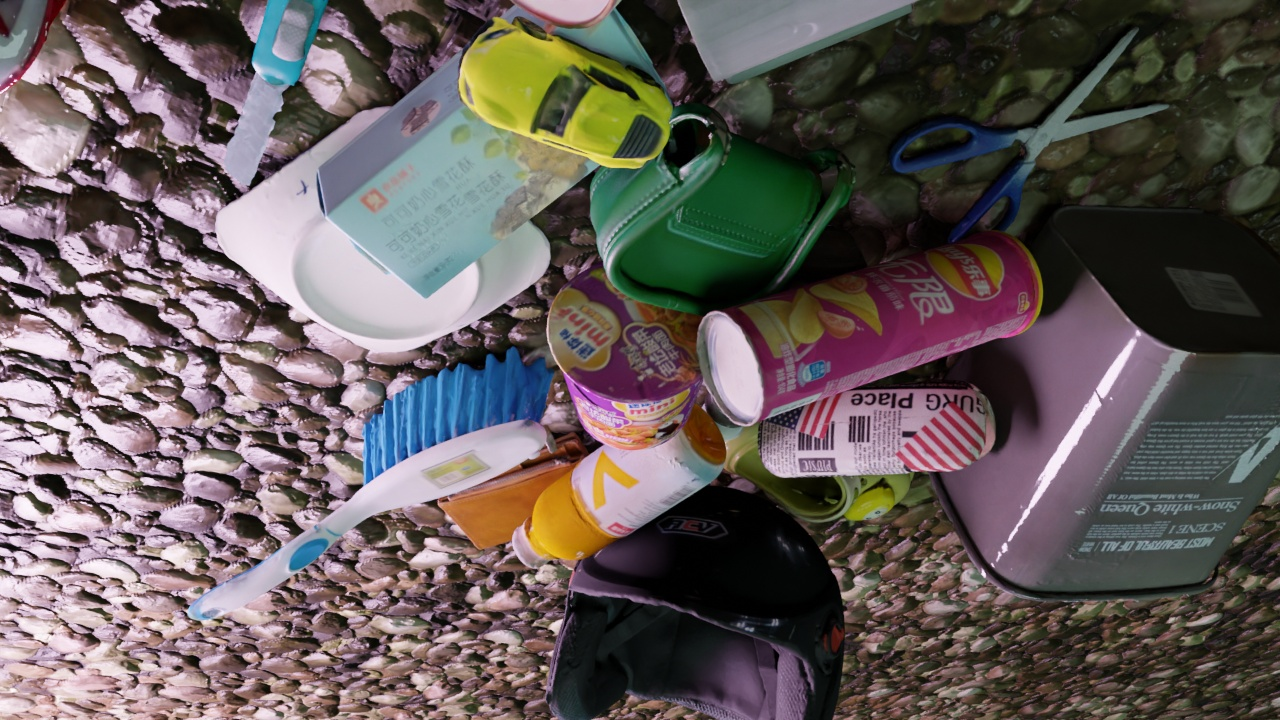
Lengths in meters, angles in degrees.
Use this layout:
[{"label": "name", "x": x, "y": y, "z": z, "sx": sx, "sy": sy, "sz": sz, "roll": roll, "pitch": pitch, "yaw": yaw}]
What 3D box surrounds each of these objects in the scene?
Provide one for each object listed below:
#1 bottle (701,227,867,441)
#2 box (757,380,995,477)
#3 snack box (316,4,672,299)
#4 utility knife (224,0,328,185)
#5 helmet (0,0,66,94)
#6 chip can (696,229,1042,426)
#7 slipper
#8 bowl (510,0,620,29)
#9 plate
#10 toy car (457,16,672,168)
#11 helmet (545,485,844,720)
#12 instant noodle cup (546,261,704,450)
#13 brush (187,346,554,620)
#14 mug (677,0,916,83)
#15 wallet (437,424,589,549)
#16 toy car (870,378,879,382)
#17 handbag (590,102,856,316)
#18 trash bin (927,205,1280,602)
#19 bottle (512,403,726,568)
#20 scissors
[{"label": "bottle", "x": 0.088, "y": -0.011, "z": 0.655, "sx": 0.079, "sy": 0.044, "sz": 0.195, "roll": -2, "pitch": 141, "yaw": -21}, {"label": "box", "x": 0.158, "y": 0.048, "z": 0.643, "sx": 0.164, "sy": 0.075, "sz": 0.081, "roll": -5, "pitch": -172, "yaw": 33}, {"label": "snack box", "x": -0.075, "y": -0.113, "z": 0.470, "sx": 0.175, "sy": 0.051, "sz": 0.074, "roll": -36, "pitch": 136, "yaw": 9}, {"label": "utility knife", "x": -0.168, "y": -0.166, "z": 0.447, "sx": 0.029, "sy": 0.013, "sz": 0.222, "roll": 17, "pitch": 134, "yaw": -27}, {"label": "helmet", "x": -0.285, "y": -0.204, "z": 0.287, "sx": 0.207, "sy": 0.143, "sz": 0.240, "roll": -4, "pitch": 126, "yaw": -7}, {"label": "chip can", "x": 0.142, "y": -0.023, "z": 0.559, "sx": 0.210, "sy": 0.071, "sz": 0.072, "roll": -16, "pitch": 144, "yaw": -22}, {"label": "slipper", "x": 0.149, "y": 0.101, "z": 0.772, "sx": 0.190, "sy": 0.081, "sz": 0.092, "roll": 17, "pitch": 136, "yaw": -24}, {"label": "bowl", "x": -0.034, "y": -0.203, "z": 0.377, "sx": 0.062, "sy": 0.113, "sz": 0.113, "roll": -50, "pitch": 143, "yaw": -20}, {"label": "plate", "x": -0.153, "y": -0.061, "z": 0.560, "sx": 0.164, "sy": 0.034, "sz": 0.163, "roll": -28, "pitch": 137, "yaw": 20}, {"label": "toy car", "x": -0.033, "y": -0.119, "z": 0.424, "sx": 0.105, "sy": 0.032, "sz": 0.048, "roll": 14, "pitch": 121, "yaw": -31}, {"label": "helmet", "x": 0.057, "y": 0.216, "z": 0.777, "sx": 0.234, "sy": 0.229, "sz": 0.275, "roll": 8, "pitch": 141, "yaw": 20}, {"label": "instant noodle cup", "x": -0.004, "y": 0.004, "z": 0.612, "sx": 0.111, "sy": 0.111, "sz": 0.099, "roll": -5, "pitch": 147, "yaw": -5}, {"label": "brush", "x": -0.202, "y": 0.095, "z": 0.674, "sx": 0.315, "sy": 0.109, "sz": 0.060, "roll": -22, "pitch": 141, "yaw": 15}, {"label": "mug", "x": 0.074, "y": -0.181, "z": 0.435, "sx": 0.103, "sy": 0.083, "sz": 0.124, "roll": -20, "pitch": 164, "yaw": 14}, {"label": "wallet", "x": -0.098, "y": 0.110, "z": 0.769, "sx": 0.131, "sy": 0.035, "sz": 0.119, "roll": -18, "pitch": 137, "yaw": 6}, {"label": "toy car", "x": 0.187, "y": -0.023, "z": 0.647, "sx": 0.120, "sy": 0.045, "sz": 0.053, "roll": -16, "pitch": 152, "yaw": -27}, {"label": "handbag", "x": 0.043, "y": -0.085, "z": 0.519, "sx": 0.131, "sy": 0.068, "sz": 0.120, "roll": 9, "pitch": 146, "yaw": -35}, {"label": "trash bin", "x": 0.334, "y": 0.027, "z": 0.641, "sx": 0.199, "sy": 0.198, "sz": 0.220, "roll": 0, "pitch": 133, "yaw": -11}, {"label": "bottle", "x": -0.022, "y": 0.102, "z": 0.705, "sx": 0.190, "sy": 0.068, "sz": 0.068, "roll": -36, "pitch": 133, "yaw": 24}, {"label": "scissors", "x": 0.234, "y": -0.130, "z": 0.567, "sx": 0.175, "sy": 0.012, "sz": 0.163, "roll": -4, "pitch": 139, "yaw": -8}]
